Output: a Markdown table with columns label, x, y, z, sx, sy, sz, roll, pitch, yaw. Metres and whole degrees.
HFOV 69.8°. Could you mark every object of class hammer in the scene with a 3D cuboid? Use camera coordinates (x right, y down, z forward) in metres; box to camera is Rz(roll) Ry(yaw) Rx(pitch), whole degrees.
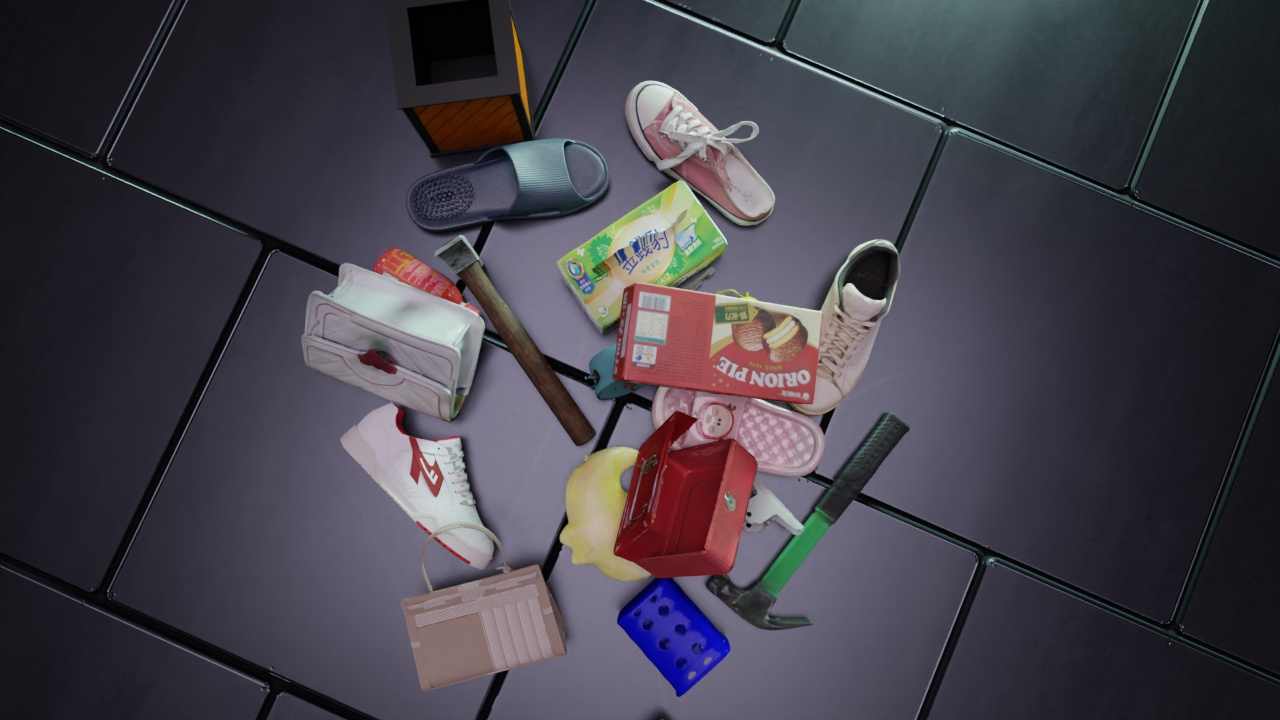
| label | x | y | z | sx | sy | sz | roll | pitch | yaw |
| --- | --- | --- | --- | --- | --- | --- | --- | --- | --- |
| hammer | 0.229 | 0.198 | 1.147 | 0.130 | 0.032 | 0.318 | 38 | 85 | 4 |
| hammer | -0.144 | -0.019 | 1.096 | 0.037 | 0.218 | 0.300 | -34 | 98 | -4 |

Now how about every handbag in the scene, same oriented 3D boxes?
| label | x | y | z | sx | sy | sz | roll | pitch | yaw |
| --- | --- | --- | --- | --- | --- | --- | --- | --- | --- |
| handbag | -0.303 | -0.014 | 1.116 | 0.198 | 0.096 | 0.142 | 20 | 127 | 2 |
| handbag | -0.197 | 0.278 | 1.081 | 0.175 | 0.062 | 0.198 | -14 | 113 | -2 |

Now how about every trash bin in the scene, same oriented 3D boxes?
| label | x | y | z | sx | sy | sz | roll | pitch | yaw |
| --- | --- | --- | --- | --- | --- | --- | --- | --- | --- |
| trash bin | -0.214 | -0.353 | 1.124 | 0.139 | 0.172 | 0.139 | -8 | 85 | -1 |

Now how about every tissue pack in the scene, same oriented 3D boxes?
| label | x | y | z | sx | sy | sz | roll | pitch | yaw |
| --- | --- | --- | --- | --- | --- | --- | --- | --- | --- |
| tissue pack | 0.001 | -0.131 | 1.120 | 0.197 | 0.141 | 0.120 | -40 | 86 | -4 |

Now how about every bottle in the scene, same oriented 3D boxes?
| label | x | y | z | sx | sy | sz | roll | pitch | yaw |
| --- | --- | --- | --- | --- | --- | --- | --- | --- | --- |
| bottle | -0.267 | -0.084 | 1.155 | 0.137 | 0.062 | 0.062 | 32 | 85 | 2 |

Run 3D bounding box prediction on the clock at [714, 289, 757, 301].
| label | x | y | z | sx | sy | sz | roll | pitch | yaw |
| --- | --- | --- | --- | --- | --- | --- | --- | --- | --- |
| clock | 0.123 | -0.033 | 1.153 | 0.083 | 0.057 | 0.119 | -23 | 87 | -3 |

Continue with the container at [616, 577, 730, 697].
| label | x | y | z | sx | sy | sz | roll | pitch | yaw |
| --- | --- | --- | --- | --- | --- | --- | --- | --- | --- |
| container | 0.038 | 0.326 | 1.108 | 0.085 | 0.084 | 0.113 | -42 | 85 | -3 |

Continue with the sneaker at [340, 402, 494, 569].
| label | x | y | z | sx | sy | sz | roll | pitch | yaw |
| --- | --- | --- | --- | --- | --- | --- | --- | --- | --- |
| sneaker | -0.249 | 0.145 | 1.128 | 0.236 | 0.090 | 0.104 | 44 | 79 | 7 |

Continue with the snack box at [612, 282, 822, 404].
| label | x | y | z | sx | sy | sz | roll | pitch | yaw |
| --- | --- | --- | --- | --- | --- | --- | --- | --- | --- |
| snack box | 0.092 | -0.017 | 1.078 | 0.236 | 0.060 | 0.113 | 8 | 86 | -14 |

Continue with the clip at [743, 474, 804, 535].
| label | x | y | z | sx | sy | sz | roll | pitch | yaw |
| --- | --- | --- | --- | --- | --- | --- | --- | --- | --- |
| clip | 0.149 | 0.188 | 1.136 | 0.054 | 0.044 | 0.101 | -33 | 58 | -14 |

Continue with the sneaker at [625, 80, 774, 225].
| label | x | y | z | sx | sy | sz | roll | pitch | yaw |
| --- | --- | --- | --- | --- | --- | --- | --- | --- | --- |
| sneaker | 0.076 | -0.267 | 1.160 | 0.241 | 0.088 | 0.118 | 42 | 86 | 2 |

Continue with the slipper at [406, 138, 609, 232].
| label | x | y | z | sx | sy | sz | roll | pitch | yaw |
| --- | --- | --- | --- | --- | --- | --- | --- | --- | --- |
| slipper | -0.171 | -0.229 | 1.160 | 0.263 | 0.082 | 0.101 | -12 | 83 | -1 |

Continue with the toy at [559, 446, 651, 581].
| label | x | y | z | sx | sy | sz | roll | pitch | yaw |
| --- | --- | --- | --- | --- | --- | --- | --- | --- | --- |
| toy | -0.030 | 0.193 | 1.129 | 0.154 | 0.065 | 0.170 | -30 | 89 | -22 |

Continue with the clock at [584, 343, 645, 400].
| label | x | y | z | sx | sy | sz | roll | pitch | yaw |
| --- | --- | --- | --- | --- | --- | --- | --- | --- | --- |
| clock | -0.007 | 0.007 | 1.136 | 0.124 | 0.090 | 0.053 | -24 | 76 | -2 |

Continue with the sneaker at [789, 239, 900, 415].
| label | x | y | z | sx | sy | sz | roll | pitch | yaw |
| --- | --- | --- | --- | --- | --- | --- | --- | --- | --- |
| sneaker | 0.260 | -0.042 | 1.133 | 0.089 | 0.102 | 0.241 | 25 | 86 | 2 |

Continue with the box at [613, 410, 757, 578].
| label | x | y | z | sx | sy | sz | roll | pitch | yaw |
| --- | --- | --- | --- | --- | --- | --- | --- | --- | --- |
| box | 0.052 | 0.167 | 1.075 | 0.127 | 0.137 | 0.157 | 25 | 58 | -16 |

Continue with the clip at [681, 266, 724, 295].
| label | x | y | z | sx | sy | sz | roll | pitch | yaw |
| --- | --- | --- | --- | --- | --- | --- | --- | --- | --- |
| clip | 0.067 | -0.087 | 1.177 | 0.075 | 0.023 | 0.061 | -20 | 84 | -4 |

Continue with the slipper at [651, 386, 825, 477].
| label | x | y | z | sx | sy | sz | roll | pitch | yaw |
| --- | --- | --- | --- | --- | --- | --- | --- | --- | --- |
| slipper | 0.120 | 0.087 | 1.142 | 0.221 | 0.055 | 0.106 | 17 | 86 | 4 |
